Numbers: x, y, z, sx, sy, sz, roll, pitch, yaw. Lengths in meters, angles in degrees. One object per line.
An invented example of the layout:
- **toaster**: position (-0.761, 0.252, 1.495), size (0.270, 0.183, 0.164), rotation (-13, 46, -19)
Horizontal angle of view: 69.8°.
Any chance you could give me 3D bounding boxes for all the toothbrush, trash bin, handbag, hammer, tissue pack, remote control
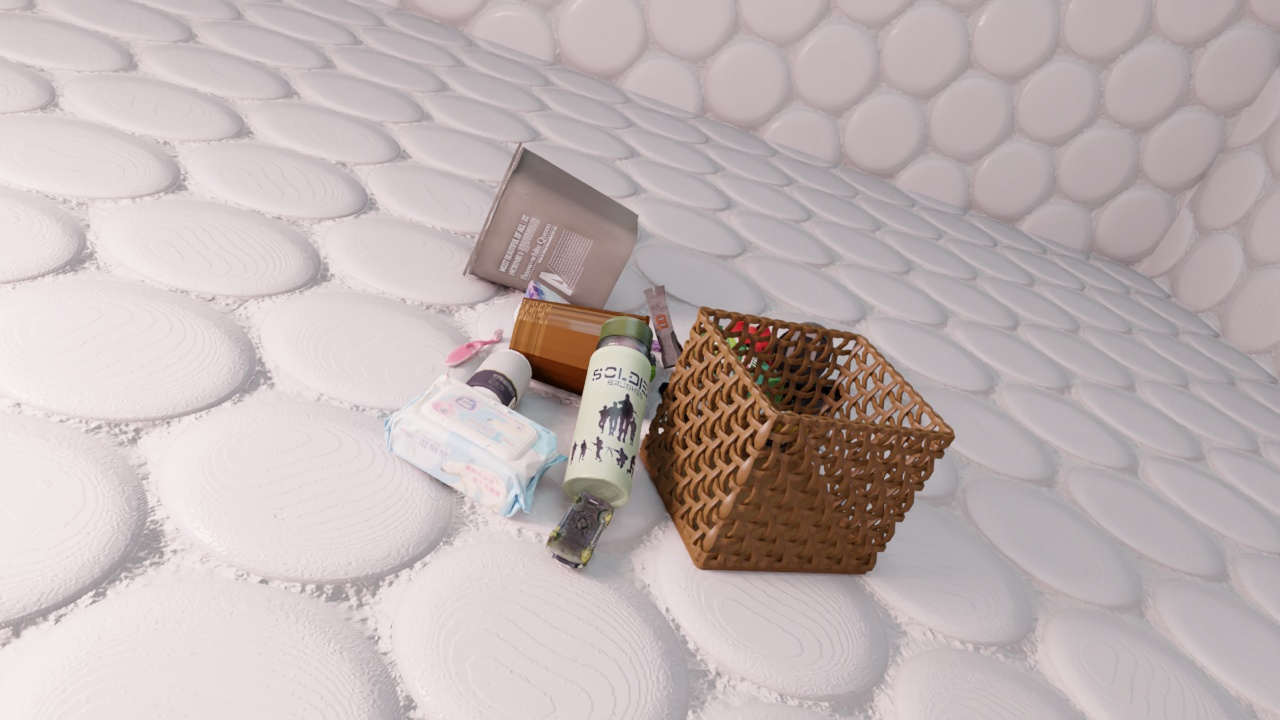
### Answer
- **toothbrush**: position (-0.221, -0.018, 1.234), size (0.021, 0.016, 0.134), rotation (29, 27, 13)
- **trash bin**: position (-0.135, -0.197, 1.453), size (0.220, 0.198, 0.197), rotation (24, 27, -12)
- **handbag**: position (-0.094, -0.050, 1.348), size (0.169, 0.068, 0.144), rotation (18, 27, -23)
- **hammer**: position (0.041, -0.031, 1.274), size (0.028, 0.111, 0.300), rotation (-16, -8, 4)
- **tissue pack**: position (-0.176, 0.092, 1.005), size (0.182, 0.070, 0.111), rotation (27, 26, 8)
- **remote control**: position (0.062, 0.075, 1.274), size (0.032, 0.015, 0.136), rotation (8, 30, -26)

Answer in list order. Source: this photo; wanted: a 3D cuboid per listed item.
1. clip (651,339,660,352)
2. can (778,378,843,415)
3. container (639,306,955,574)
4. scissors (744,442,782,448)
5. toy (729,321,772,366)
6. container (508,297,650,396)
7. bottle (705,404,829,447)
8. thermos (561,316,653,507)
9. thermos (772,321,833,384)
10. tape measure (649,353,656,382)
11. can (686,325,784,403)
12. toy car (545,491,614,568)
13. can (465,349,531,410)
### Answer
- **clip**: position (0.030, -0.024, 1.437), size (0.052, 0.014, 0.041), rotation (4, 29, -26)
- **can**: position (0.256, 0.057, 1.410), size (0.137, 0.054, 0.054), rotation (-2, 36, -39)
- **container**: position (0.172, 0.099, 1.091), size (0.251, 0.215, 0.219), rotation (8, 30, -26)
- **scissors**: position (0.167, 0.111, 1.290), size (0.134, 0.015, 0.066), rotation (1, 38, -41)
- **toy**: position (0.163, -0.011, 1.481), size (0.133, 0.088, 0.094), rotation (24, -20, 53)
- **container**: position (-0.085, -0.016, 1.219), size (0.167, 0.132, 0.132), rotation (14, 27, -3)
- **bottle**: position (0.177, 0.091, 1.265), size (0.186, 0.053, 0.053), rotation (10, 29, -27)
- **thermos**: position (-0.030, 0.055, 1.072), size (0.082, 0.083, 0.230), rotation (17, 54, -10)
- **thermos**: position (0.258, -0.016, 1.439), size (0.082, 0.082, 0.240), rotation (27, 10, 10)
- **tape measure**: position (-0.008, 0.008, 1.326), size (0.058, 0.036, 0.065), rotation (27, 22, -11)
- **can**: position (0.139, 0.018, 1.362), size (0.082, 0.083, 0.144), rotation (-3, 36, -40)
- **toy car**: position (-0.065, 0.181, 0.965), size (0.048, 0.033, 0.105), rotation (26, 32, 5)
- **can**: position (-0.175, 0.032, 1.121), size (0.064, 0.064, 0.127), rotation (23, 27, 1)
